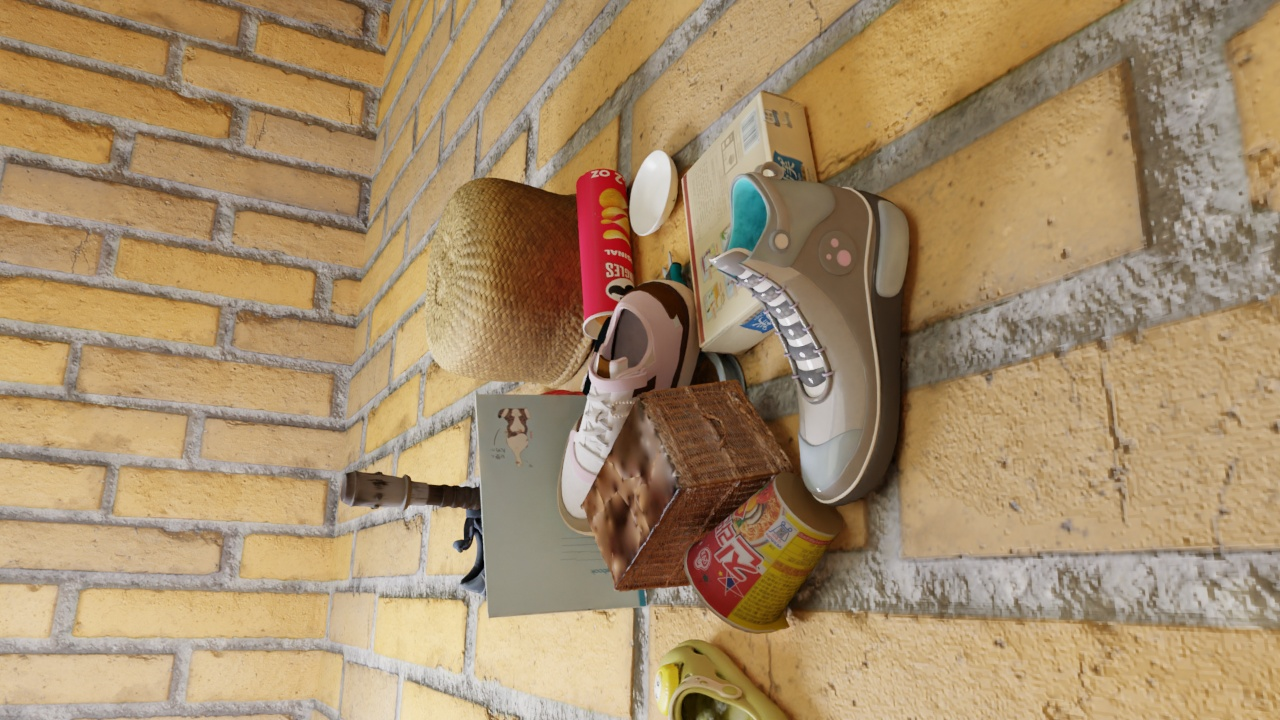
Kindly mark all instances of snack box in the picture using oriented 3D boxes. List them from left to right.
[{"bbox_3d":[0.108,-0.129,0.891,0.154,0.055,0.207,-41,47,52],"label":"snack box"}]

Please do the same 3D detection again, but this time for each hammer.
[{"bbox_3d":[-0.177,0.159,1.060,0.101,0.324,0.190,-37,50,54],"label":"hammer"}]

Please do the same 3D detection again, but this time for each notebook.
[{"bbox_3d":[-0.091,0.157,1.040,0.009,0.181,0.253,131,136,-59],"label":"notebook"}]

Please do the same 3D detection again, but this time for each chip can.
[{"bbox_3d":[-0.044,-0.139,1.177,0.069,0.069,0.220,-43,45,51],"label":"chip can"}]

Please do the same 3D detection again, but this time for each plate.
[{"bbox_3d":[0.021,-0.201,1.115,0.105,0.026,0.104,-32,53,57],"label":"plate"}]

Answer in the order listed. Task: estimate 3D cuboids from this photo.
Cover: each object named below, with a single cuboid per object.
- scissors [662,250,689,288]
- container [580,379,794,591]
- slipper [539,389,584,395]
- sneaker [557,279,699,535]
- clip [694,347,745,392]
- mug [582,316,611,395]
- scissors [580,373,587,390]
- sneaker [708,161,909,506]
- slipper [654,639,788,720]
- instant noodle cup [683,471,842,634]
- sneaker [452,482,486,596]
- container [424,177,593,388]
[{"bbox_3d":[0.038,-0.071,1.033,0.151,0.019,0.119,-170,93,-76],"label":"scissors"},{"bbox_3d":[0.035,0.122,0.860,0.113,0.112,0.199,63,142,36],"label":"container"},{"bbox_3d":[-0.125,0.072,1.214,0.249,0.103,0.059,147,110,-66],"label":"slipper"},{"bbox_3d":[-0.028,0.059,0.937,0.112,0.116,0.294,31,108,25],"label":"sneaker"},{"bbox_3d":[0.074,0.023,0.944,0.164,0.031,0.169,44,123,56],"label":"clip"},{"bbox_3d":[-0.006,0.006,1.035,0.122,0.085,0.094,20,95,64],"label":"mug"},{"bbox_3d":[-0.055,0.047,1.204,0.131,0.011,0.125,38,117,60],"label":"scissors"},{"bbox_3d":[0.121,-0.020,0.717,0.093,0.160,0.256,-7,74,63],"label":"sneaker"},{"bbox_3d":[0.060,0.320,0.821,0.191,0.081,0.091,18,100,60],"label":"slipper"},{"bbox_3d":[0.107,0.154,0.770,0.113,0.100,0.100,-56,35,27],"label":"instant noodle cup"},{"bbox_3d":[-0.215,0.203,1.349,0.121,0.127,0.294,5,84,64],"label":"sneaker"},{"bbox_3d":[-0.192,-0.112,1.325,0.308,0.196,0.306,-24,62,59],"label":"container"}]
